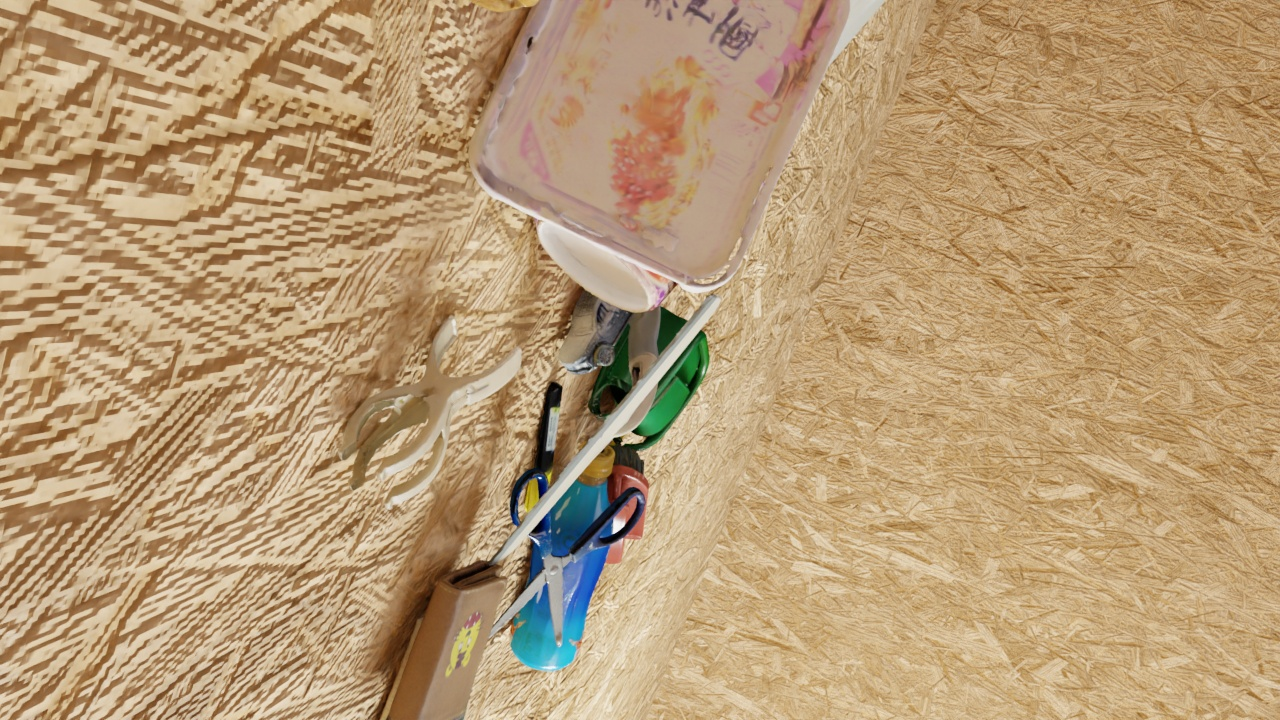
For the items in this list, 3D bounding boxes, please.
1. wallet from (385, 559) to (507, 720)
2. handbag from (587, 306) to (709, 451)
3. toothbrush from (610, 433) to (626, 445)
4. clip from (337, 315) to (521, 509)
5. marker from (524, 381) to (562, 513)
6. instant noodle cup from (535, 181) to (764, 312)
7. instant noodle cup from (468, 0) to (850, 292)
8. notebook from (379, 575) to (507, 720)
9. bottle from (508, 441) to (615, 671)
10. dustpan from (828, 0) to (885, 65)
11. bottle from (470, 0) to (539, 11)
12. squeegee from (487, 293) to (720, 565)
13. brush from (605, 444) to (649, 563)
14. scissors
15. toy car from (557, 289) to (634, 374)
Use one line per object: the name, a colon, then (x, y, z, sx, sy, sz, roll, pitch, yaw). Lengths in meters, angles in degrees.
wallet: (-0.126, 0.192, 0.596, 0.090, 0.033, 0.115, 20, 89, -77)
handbag: (0.005, 0.016, 0.813, 0.120, 0.068, 0.131, -55, 166, -12)
toothbrush: (0.000, 0.056, 0.947, 0.189, 0.016, 0.016, -52, 161, -48)
clip: (-0.100, 0.023, 0.438, 0.100, 0.076, 0.035, -56, 163, -38)
marker: (-0.073, 0.069, 0.689, 0.018, 0.015, 0.124, -37, 145, -53)
instant noodle cup: (0.001, -0.089, 0.528, 0.099, 0.111, 0.112, -56, 164, -17)
instant noodle cup: (0.007, -0.131, 0.450, 0.173, 0.138, 0.060, -66, -170, -7)
notebook: (-0.163, 0.269, 0.669, 0.149, 0.012, 0.211, 6, 106, -78)
bottle: (-0.061, 0.167, 0.781, 0.065, 0.065, 0.219, -43, 153, -60)
dustpan: (0.134, -0.337, 0.795, 0.258, 0.142, 0.222, -45, 178, 25)
bottle: (-0.019, -0.208, 0.338, 0.057, 0.057, 0.174, 85, 31, -64)
squeegee: (-0.004, 0.004, 0.662, 0.247, 0.039, 0.246, -51, -168, 26)
brush: (-0.024, 0.137, 0.851, 0.146, 0.063, 0.069, 98, -4, -56)
scissors: (-0.062, 0.151, 0.717, 0.162, 0.012, 0.176, -27, 123, -25)
toy car: (-0.027, -0.031, 0.641, 0.034, 0.043, 0.090, 44, 65, -33)
